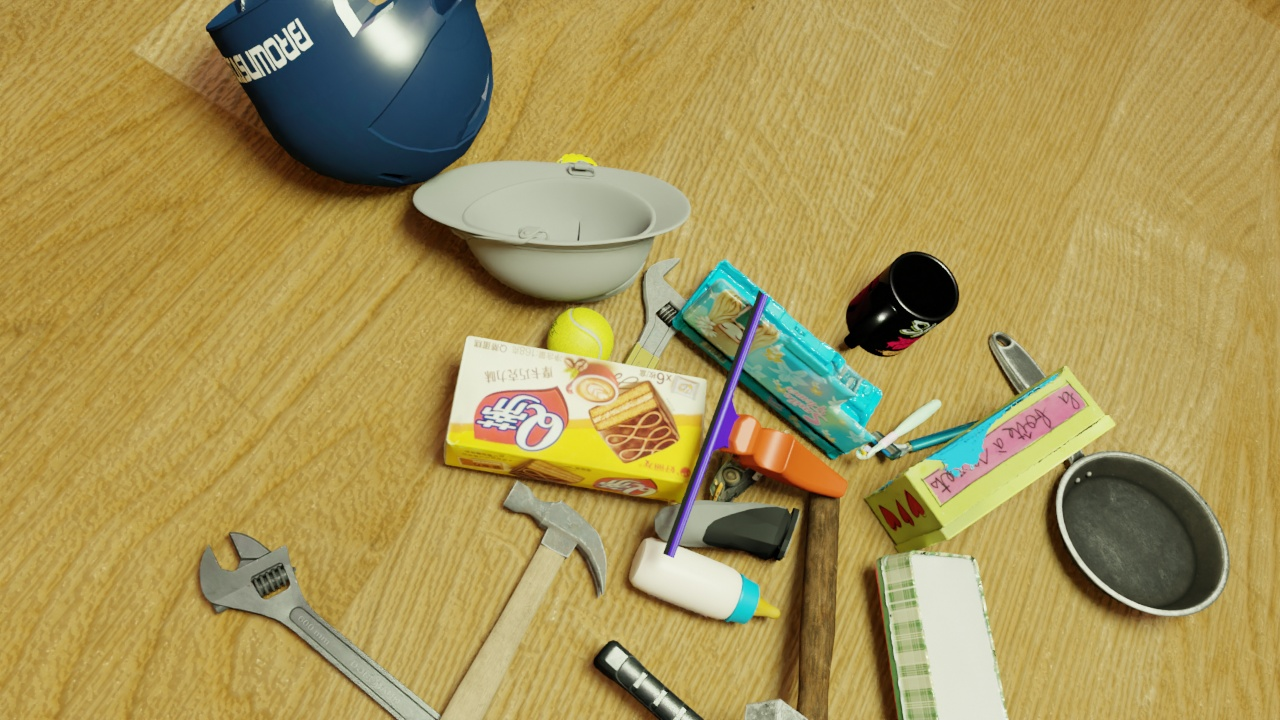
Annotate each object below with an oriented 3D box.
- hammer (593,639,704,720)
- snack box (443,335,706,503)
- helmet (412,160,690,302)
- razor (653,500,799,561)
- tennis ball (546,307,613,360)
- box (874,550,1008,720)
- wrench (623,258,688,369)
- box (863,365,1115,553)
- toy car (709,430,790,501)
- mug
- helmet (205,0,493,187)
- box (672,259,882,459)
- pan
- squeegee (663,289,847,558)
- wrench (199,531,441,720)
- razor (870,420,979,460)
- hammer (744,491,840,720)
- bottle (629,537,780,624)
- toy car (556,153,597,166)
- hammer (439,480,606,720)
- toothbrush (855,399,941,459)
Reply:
[{"bbox_3d":[0.094,0.356,0.775,0.333,0.118,0.025,39,67,8],"label":"hammer"},{"bbox_3d":[-0.059,0.057,0.852,0.230,0.062,0.109,11,64,-7],"label":"snack box"},{"bbox_3d":[-0.086,-0.112,0.911,0.271,0.118,0.182,7,35,12],"label":"helmet"},{"bbox_3d":[0.081,0.157,0.862,0.156,0.060,0.057,14,105,-20],"label":"razor"},{"bbox_3d":[-0.059,-0.019,0.902,0.065,0.066,0.065,6,66,-14],"label":"tennis ball"},{"bbox_3d":[0.288,0.287,0.871,0.117,0.050,0.205,11,65,-37],"label":"box"},{"bbox_3d":[-0.006,0.005,0.935,0.083,0.018,0.272,32,63,-2],"label":"wrench"},{"bbox_3d":[0.346,0.105,0.924,0.220,0.125,0.081,-31,76,-18],"label":"box"},{"bbox_3d":[0.100,0.099,0.912,0.111,0.047,0.047,-33,58,-31],"label":"toy car"},{"bbox_3d":[0.271,-0.052,0.995,0.117,0.098,0.082,-32,80,-25],"label":"mug"},{"bbox_3d":[-0.242,-0.288,0.880,0.223,0.233,0.271,55,52,-34],"label":"helmet"},{"bbox_3d":[0.159,-0.014,0.924,0.227,0.122,0.097,40,63,-3],"label":"box"},{"bbox_3d":[0.495,0.118,1.019,0.187,0.055,0.356,-21,63,-20],"label":"pan"},{"bbox_3d":[0.126,0.088,0.858,0.184,0.055,0.249,28,76,-29],"label":"squeegee"},{"bbox_3d":[-0.254,0.240,0.764,0.273,0.018,0.073,40,62,1],"label":"wrench"},{"bbox_3d":[0.315,0.085,0.997,0.143,0.022,0.042,-9,35,-24],"label":"razor"},{"bbox_3d":[0.187,0.259,0.857,0.217,0.037,0.299,42,42,-29],"label":"hammer"},{"bbox_3d":[0.063,0.210,0.850,0.146,0.051,0.051,23,63,-6],"label":"bottle"},{"bbox_3d":[-0.057,-0.181,0.993,0.049,0.030,0.107,-22,74,-22],"label":"toy car"},{"bbox_3d":[-0.131,0.264,0.774,0.119,0.031,0.330,31,59,-3],"label":"hammer"},{"bbox_3d":[0.278,0.071,0.974,0.154,0.022,0.015,-24,100,-40],"label":"toothbrush"}]
